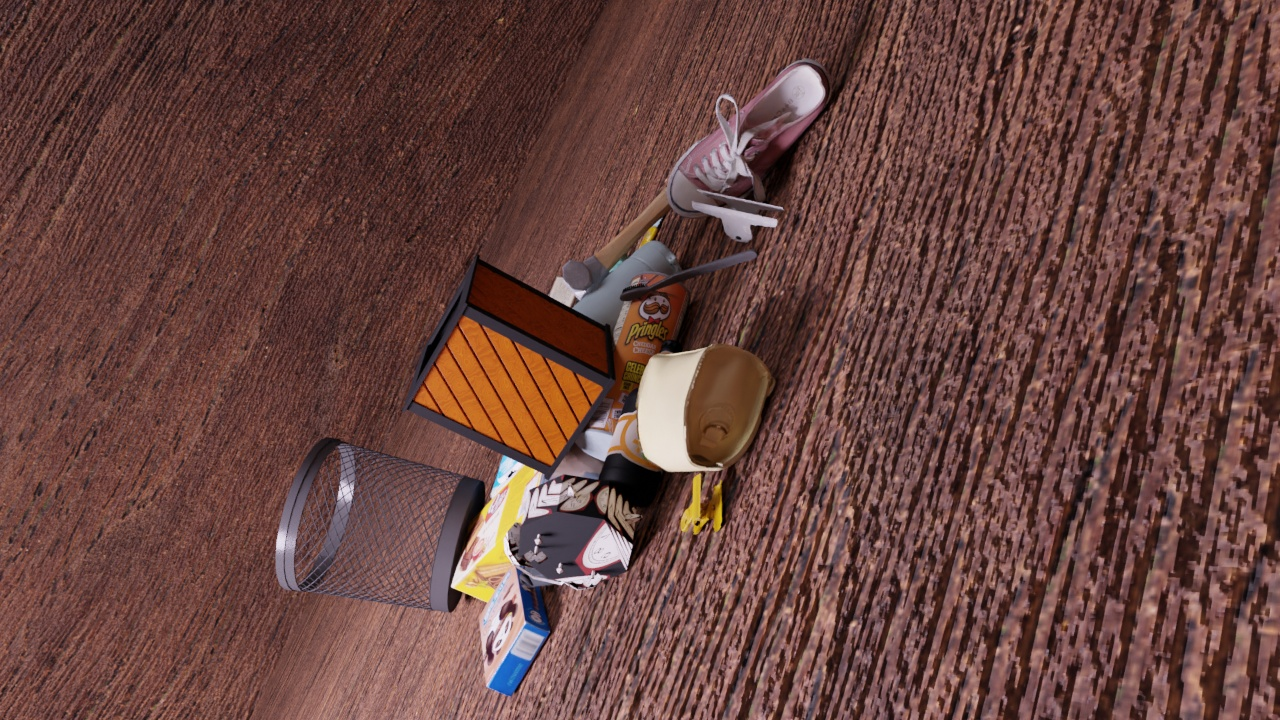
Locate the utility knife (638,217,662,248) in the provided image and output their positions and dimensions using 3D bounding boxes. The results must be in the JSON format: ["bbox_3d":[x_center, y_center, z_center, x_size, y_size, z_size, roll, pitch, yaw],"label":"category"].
[{"bbox_3d":[-0.004,-0.150,1.370,0.179,0.017,0.030,-61,27,-8],"label":"utility knife"}]

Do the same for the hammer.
[{"bbox_3d":[0.030,-0.202,1.175,0.328,0.039,0.131,-44,-4,3],"label":"hammer"}]

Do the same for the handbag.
[{"bbox_3d":[0.051,0.046,0.837,0.119,0.081,0.111,-11,60,65],"label":"handbag"}]

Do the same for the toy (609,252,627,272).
[{"bbox_3d":[-0.057,-0.121,1.441,0.105,0.033,0.084,-48,11,37],"label":"toy"}]

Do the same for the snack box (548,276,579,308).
[{"bbox_3d":[-0.103,-0.015,1.258,0.147,0.041,0.142,73,-151,-54],"label":"snack box"}]

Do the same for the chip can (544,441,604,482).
[{"bbox_3d":[-0.068,0.071,1.116,0.080,0.080,0.229,-49,22,32],"label":"chip can"}]

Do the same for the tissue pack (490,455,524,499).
[{"bbox_3d":[-0.149,0.142,1.246,0.145,0.061,0.092,-47,24,38],"label":"tissue pack"}]

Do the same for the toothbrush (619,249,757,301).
[{"bbox_3d":[0.051,-0.094,1.018,0.168,0.013,0.013,-16,41,24],"label":"toothbrush"}]

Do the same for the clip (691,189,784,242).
[{"bbox_3d":[0.106,-0.150,1.009,0.049,0.102,0.058,-58,-28,-28],"label":"clip"}]

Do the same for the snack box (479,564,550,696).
[{"bbox_3d":[-0.146,0.301,1.048,0.087,0.034,0.151,-59,18,6],"label":"snack box"}]

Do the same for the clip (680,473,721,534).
[{"bbox_3d":[0.049,0.128,0.792,0.049,0.045,0.054,-24,35,22],"label":"clip"}]

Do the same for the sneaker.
[{"bbox_3d":[0.115,-0.238,1.036,0.242,0.118,0.087,-41,8,33],"label":"sneaker"}]

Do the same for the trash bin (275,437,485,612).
[{"bbox_3d":[-0.355,0.238,1.296,0.218,0.227,0.217,22,-100,-89],"label":"trash bin"}]

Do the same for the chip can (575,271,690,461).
[{"bbox_3d":[-0.006,0.006,1.043,0.075,0.075,0.214,-32,34,56],"label":"chip can"}]

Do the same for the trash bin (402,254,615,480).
[{"bbox_3d":[-0.139,0.006,1.001,0.140,0.171,0.139,-56,18,20],"label":"trash bin"}]

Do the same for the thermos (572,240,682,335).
[{"bbox_3d":[-0.033,-0.070,1.146,0.206,0.065,0.078,-44,34,-22],"label":"thermos"}]

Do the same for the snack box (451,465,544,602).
[{"bbox_3d":[-0.154,0.206,1.165,0.231,0.061,0.109,-46,24,38],"label":"snack box"}]

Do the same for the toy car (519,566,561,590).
[{"bbox_3d":[-0.096,0.228,1.019,0.112,0.034,0.046,-25,34,50],"label":"toy car"}]

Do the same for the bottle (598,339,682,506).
[{"bbox_3d":[0.010,0.058,0.950,0.059,0.059,0.181,-33,33,55],"label":"bottle"}]

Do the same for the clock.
[{"bbox_3d":[-0.072,0.183,0.897,0.155,0.114,0.064,-50,21,37],"label":"clock"}]
